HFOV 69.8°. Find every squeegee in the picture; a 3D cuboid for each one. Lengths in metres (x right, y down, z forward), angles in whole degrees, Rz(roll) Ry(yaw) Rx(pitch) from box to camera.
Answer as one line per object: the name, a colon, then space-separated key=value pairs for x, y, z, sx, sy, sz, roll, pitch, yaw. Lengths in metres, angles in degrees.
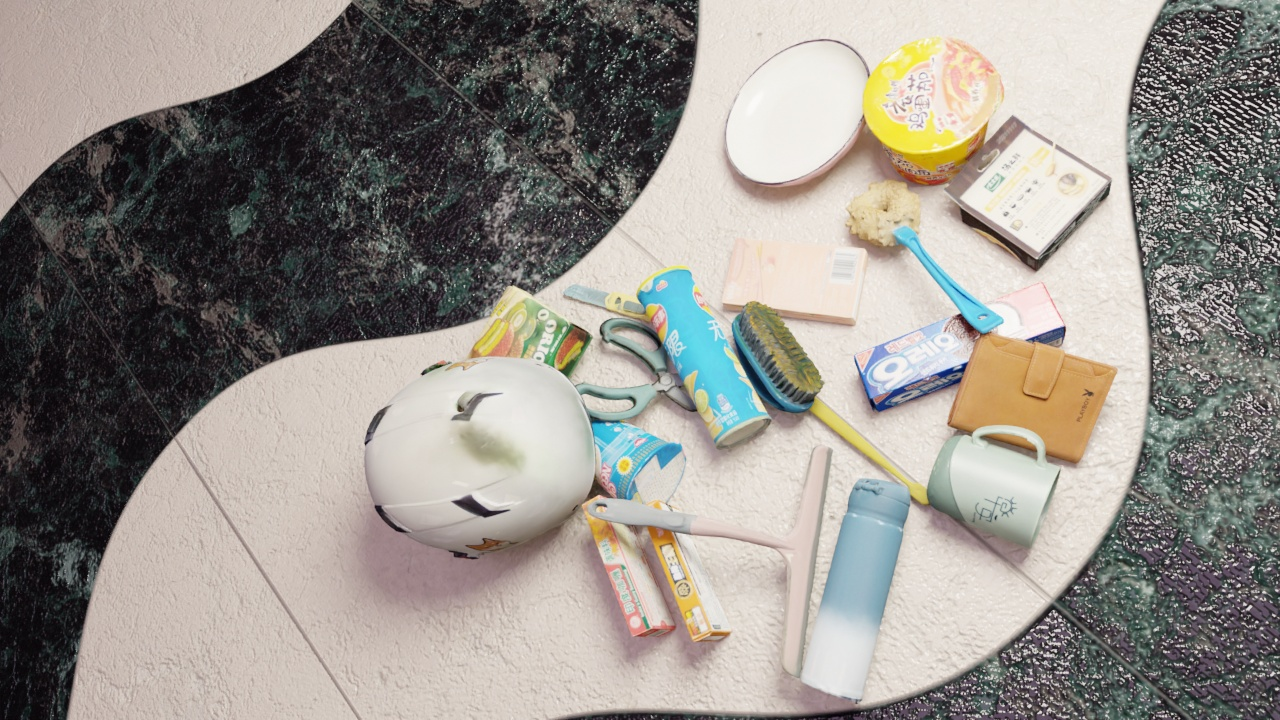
squeegee: x=0.065 y=0.176 z=0.956 sx=0.250 sy=0.040 sz=0.247 roll=11 pitch=66 yaw=6

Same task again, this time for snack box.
snack box: x=0.332 y=-0.010 z=0.964 sx=0.208 sy=0.057 sz=0.058 roll=-23 pitch=64 yaw=15
snack box: x=-0.169 y=0.039 z=1.128 sx=0.114 sy=0.063 sz=0.240 roll=32 pitch=93 yaw=33
snack box: x=0.179 y=-0.093 z=1.067 sx=0.157 sy=0.026 sz=0.084 roll=9 pitch=78 yaw=24
snack box: x=-0.013 y=0.229 z=1.019 sx=0.027 sy=0.077 sz=0.155 roll=-29 pitch=66 yaw=12
snack box: x=0.049 y=0.228 z=0.996 sx=0.026 sy=0.075 sz=0.153 roll=-29 pitch=66 yaw=12
snack box: x=0.413 y=-0.180 z=0.984 sx=0.113 sy=0.053 sz=0.125 roll=-47 pitch=63 yaw=3

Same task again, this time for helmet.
helmet: x=-0.192 y=0.105 z=1.000 sx=0.274 sy=0.156 sz=0.230 roll=-10 pitch=84 yaw=11

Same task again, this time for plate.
plate: x=0.191 y=-0.290 z=1.096 sx=0.193 sy=0.039 sz=0.192 roll=-16 pitch=63 yaw=33

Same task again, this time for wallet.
wallet: x=0.385 y=0.035 z=0.907 sx=0.132 sy=0.031 sz=0.108 roll=17 pitch=108 yaw=7

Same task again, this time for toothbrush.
toothbrush: x=0.239 y=0.091 z=0.994 sx=0.190 sy=0.016 sz=0.016 roll=42 pitch=93 yaw=28

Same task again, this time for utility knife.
utility knife: x=-0.005 y=-0.063 z=1.141 sx=0.213 sy=0.022 sz=0.031 roll=17 pitch=79 yaw=29

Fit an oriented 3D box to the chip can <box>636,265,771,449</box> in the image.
chip can: x=0.070 y=-0.005 z=1.049 sx=0.071 sy=0.071 sz=0.210 roll=-31 pitch=69 yaw=11

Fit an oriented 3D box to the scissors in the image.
scissors: x=-0.007 y=0.006 z=1.091 sx=0.170 sy=0.019 sz=0.180 roll=-6 pitch=52 yaw=-8

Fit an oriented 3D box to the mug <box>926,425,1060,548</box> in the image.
mug: x=0.346 y=0.113 z=0.896 sx=0.106 sy=0.082 sz=0.112 roll=22 pitch=119 yaw=29

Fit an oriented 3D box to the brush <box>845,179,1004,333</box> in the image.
brush: x=0.301 y=-0.112 z=0.976 sx=0.083 sy=0.046 sz=0.254 roll=-28 pitch=47 yaw=1

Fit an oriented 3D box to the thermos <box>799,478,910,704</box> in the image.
thermos: x=0.222 y=0.228 z=0.931 sx=0.070 sy=0.070 sz=0.220 roll=14 pitch=81 yaw=25

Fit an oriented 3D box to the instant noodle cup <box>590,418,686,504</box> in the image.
instant noodle cup: x=-0.020 y=0.113 z=1.054 sx=0.110 sy=0.099 sz=0.099 roll=30 pitch=87 yaw=34

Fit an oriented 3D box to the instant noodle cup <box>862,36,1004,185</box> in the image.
instant noodle cup: x=0.322 y=-0.266 z=1.014 sx=0.138 sy=0.109 sz=0.138 roll=-7 pitch=72 yaw=20

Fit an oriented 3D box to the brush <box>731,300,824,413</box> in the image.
brush: x=0.146 y=0.003 z=1.030 sx=0.143 sy=0.055 sz=0.074 roll=61 pitch=141 yaw=31
